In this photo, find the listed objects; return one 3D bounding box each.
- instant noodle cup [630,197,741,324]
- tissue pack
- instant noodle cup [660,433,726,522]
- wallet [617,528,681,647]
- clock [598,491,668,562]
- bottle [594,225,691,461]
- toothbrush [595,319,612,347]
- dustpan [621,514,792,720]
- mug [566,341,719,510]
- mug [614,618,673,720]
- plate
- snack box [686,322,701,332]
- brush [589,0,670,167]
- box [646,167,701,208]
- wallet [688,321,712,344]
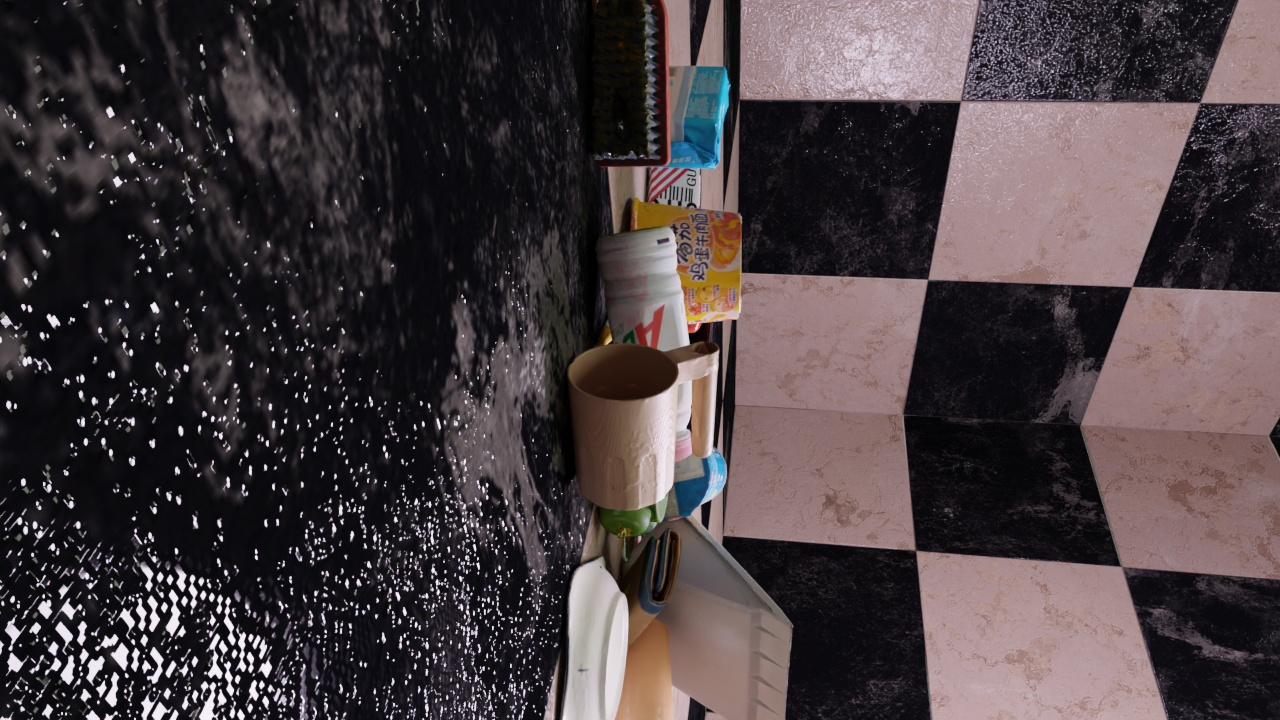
[{"bbox_3d":[0.048,-0.096,0.937,0.138,0.110,0.138,3,88,-86],"label":"instant noodle cup"},{"bbox_3d":[0.044,-0.253,0.953,0.063,0.090,0.139,84,12,-47],"label":"tissue pack"},{"bbox_3d":[0.044,0.121,0.990,0.109,0.099,0.099,15,78,-68],"label":"instant noodle cup"},{"bbox_3d":[0.001,0.227,0.897,0.090,0.033,0.116,-73,-171,-47],"label":"wallet"},{"bbox_3d":[-0.004,0.112,0.877,0.116,0.056,0.161,50,43,-76],"label":"clock"},{"bbox_3d":[0.010,-0.012,0.777,0.068,0.068,0.197,-51,132,-76],"label":"bottle"},{"bbox_3d":[-0.025,-0.024,0.814,0.191,0.018,0.016,-70,163,-63],"label":"toothbrush"},{"bbox_3d":[0.078,0.271,1.040,0.142,0.258,0.223,-43,141,-43],"label":"dustpan"},{"bbox_3d":[0.005,0.046,0.717,0.084,0.124,0.104,43,-39,49],"label":"mug"},{"bbox_3d":[-0.002,0.327,0.923,0.078,0.078,0.122,84,7,-45],"label":"mug"},{"bbox_3d":[-0.036,0.256,0.791,0.163,0.034,0.164,41,54,-79],"label":"plate"},{"bbox_3d":[0.053,-0.086,1.147,0.091,0.082,0.080,-67,172,-64],"label":"snack box"},{"bbox_3d":[-0.006,-0.228,0.729,0.069,0.063,0.146,-28,120,-66],"label":"brush"},{"bbox_3d":[0.036,-0.178,1.073,0.088,0.076,0.163,175,-85,-76],"label":"box"},{"bbox_3d":[0.064,-0.053,1.221,0.097,0.020,0.122,-29,-135,46],"label":"wallet"}]
